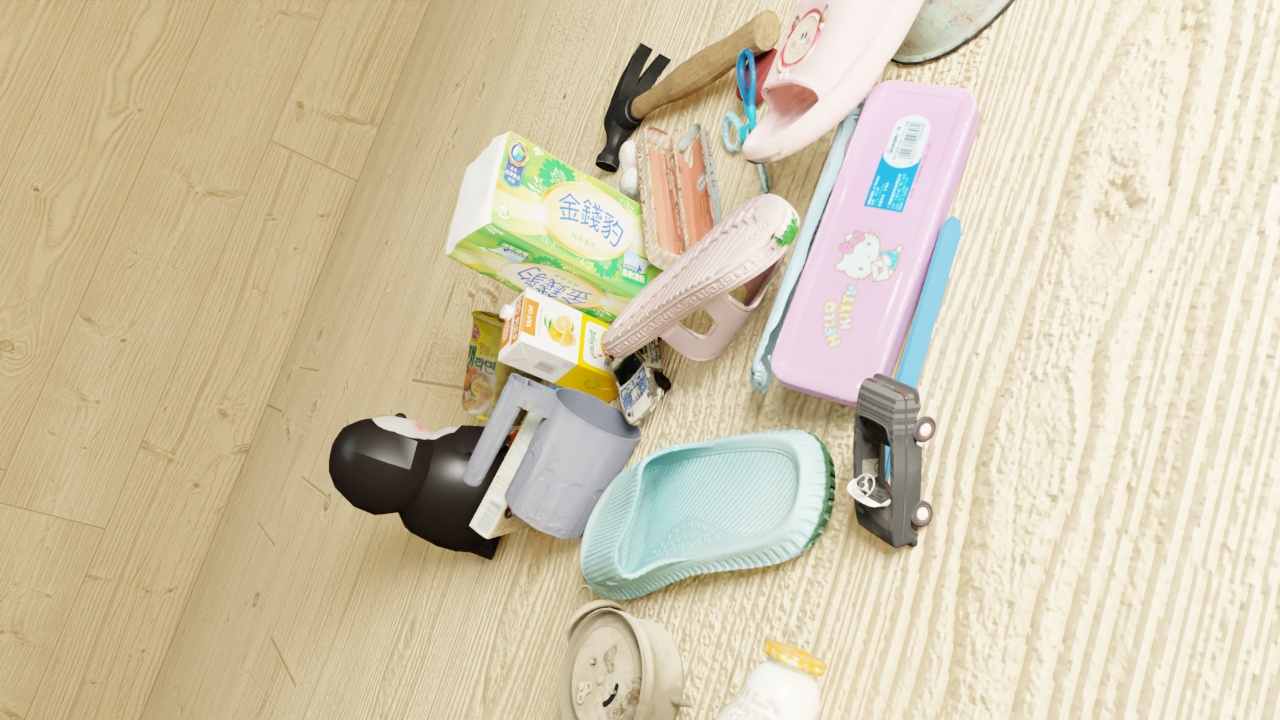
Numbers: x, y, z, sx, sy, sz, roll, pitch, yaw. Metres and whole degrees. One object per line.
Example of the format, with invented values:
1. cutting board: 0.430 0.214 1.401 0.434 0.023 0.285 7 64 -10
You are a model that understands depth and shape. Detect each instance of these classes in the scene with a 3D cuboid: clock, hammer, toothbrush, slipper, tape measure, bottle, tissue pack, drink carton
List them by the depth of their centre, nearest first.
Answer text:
1. bottle: 0.067 0.209 0.497 0.063 0.063 0.108 9 76 61
2. toothbrush: 0.162 -0.009 0.547 0.014 0.016 0.166 3 71 60
3. slipper: 0.138 -0.226 0.609 0.221 0.055 0.107 -57 19 5
4. clock: -0.016 0.213 0.649 0.093 0.054 0.140 -58 37 17
5. slipper: 0.023 0.105 0.650 0.277 0.069 0.115 -24 46 51
6. slipper: 0.051 -0.047 0.693 0.094 0.064 0.240 -57 14 -30
7. tape measure: 0.107 -0.255 0.823 0.051 0.019 0.059 -56 23 23
8. drink carton: -0.069 -0.013 0.834 0.040 0.122 0.058 -37 40 43
9. tissue pack: -0.089 -0.100 0.857 0.142 0.197 0.120 -26 41 47
10. hammer: 0.043 -0.284 0.919 0.306 0.040 0.132 -3 68 63

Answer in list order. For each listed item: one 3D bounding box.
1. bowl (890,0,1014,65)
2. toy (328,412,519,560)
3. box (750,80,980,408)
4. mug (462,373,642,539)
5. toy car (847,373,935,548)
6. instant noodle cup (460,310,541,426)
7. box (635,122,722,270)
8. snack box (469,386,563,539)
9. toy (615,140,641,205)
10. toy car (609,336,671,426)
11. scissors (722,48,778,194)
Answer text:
1. bowl: 0.214 -0.288 0.642 0.158 0.038 0.157 -40 38 40
2. toy: -0.225 0.124 0.935 0.159 0.184 0.140 -48 34 30
3. box: 0.133 -0.077 0.607 0.140 0.062 0.214 7 75 65
4. mug: -0.076 0.080 0.779 0.104 0.124 0.083 -62 20 13
5. toy car: 0.133 0.055 0.498 0.040 0.037 0.092 -148 50 -60
6. instant noodle cup: -0.148 0.009 0.995 0.102 0.102 0.108 27 102 62
7. box: 0.033 -0.155 0.839 0.076 0.055 0.186 -17 48 14
8. snack box: -0.099 0.094 0.859 0.026 0.081 0.150 32 101 19
9. toy: -0.017 -0.155 0.931 0.075 0.037 0.126 -82 6 -45
10. toy car: -0.005 0.005 0.798 0.049 0.040 0.112 -48 34 33
11. scissors: 0.095 -0.204 0.772 0.140 0.013 0.113 -109 21 -56
